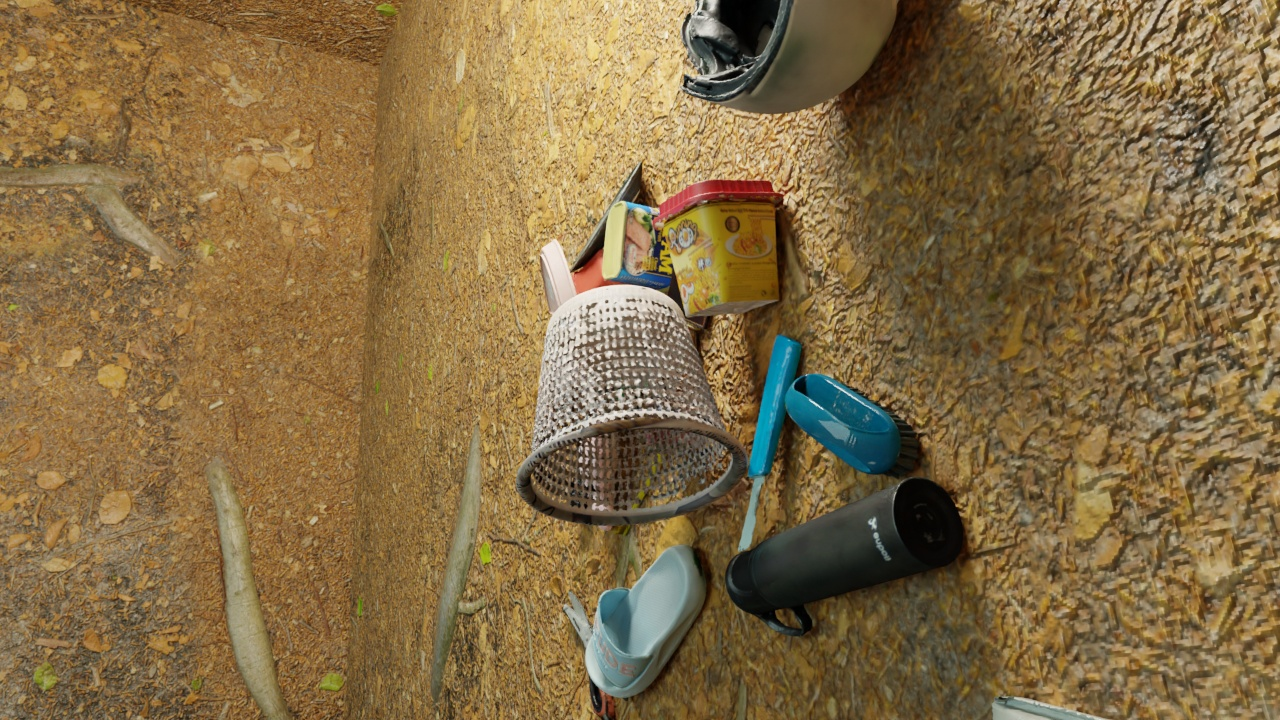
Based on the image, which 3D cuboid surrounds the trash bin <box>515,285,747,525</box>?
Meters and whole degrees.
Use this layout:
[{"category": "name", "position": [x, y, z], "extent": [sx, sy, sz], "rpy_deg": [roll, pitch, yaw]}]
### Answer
[{"category": "trash bin", "position": [-0.018, 0.039, 0.943], "extent": [0.228, 0.227, 0.191], "rpy_deg": [-50, 38, 47]}]

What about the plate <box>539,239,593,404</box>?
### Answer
[{"category": "plate", "position": [-0.098, -0.046, 1.218], "extent": [0.229, 0.028, 0.229], "rpy_deg": [166, 91, -82]}]

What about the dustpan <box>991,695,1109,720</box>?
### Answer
[{"category": "dustpan", "position": [0.310, 0.318, 0.496], "extent": [0.258, 0.142, 0.222], "rpy_deg": [82, -170, -79]}]

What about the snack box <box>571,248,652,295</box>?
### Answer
[{"category": "snack box", "position": [-0.036, -0.099, 1.206], "extent": [0.080, 0.091, 0.082], "rpy_deg": [-49, 42, 37]}]

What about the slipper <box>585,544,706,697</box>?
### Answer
[{"category": "slipper", "position": [-0.006, 0.301, 1.050], "extent": [0.246, 0.074, 0.104], "rpy_deg": [-57, 36, 34]}]

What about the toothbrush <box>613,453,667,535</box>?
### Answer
[{"category": "toothbrush", "position": [0.006, 0.149, 1.133], "extent": [0.191, 0.016, 0.015], "rpy_deg": [-65, 32, 31]}]

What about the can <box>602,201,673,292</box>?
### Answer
[{"category": "can", "position": [0.003, -0.142, 1.143], "extent": [0.057, 0.083, 0.102], "rpy_deg": [-6, 78, 63]}]

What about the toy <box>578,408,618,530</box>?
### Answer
[{"category": "toy", "position": [-0.053, 0.141, 1.196], "extent": [0.121, 0.054, 0.159], "rpy_deg": [93, 173, -79]}]

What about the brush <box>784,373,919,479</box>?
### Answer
[{"category": "brush", "position": [0.167, 0.051, 0.778], "extent": [0.144, 0.073, 0.055], "rpy_deg": [42, 116, 59]}]

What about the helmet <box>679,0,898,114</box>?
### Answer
[{"category": "helmet", "position": [0.147, -0.340, 0.832], "extent": [0.231, 0.156, 0.273], "rpy_deg": [129, 151, -47]}]

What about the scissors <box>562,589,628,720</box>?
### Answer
[{"category": "scissors", "position": [-0.064, 0.388, 1.210], "extent": [0.203, 0.015, 0.204], "rpy_deg": [-36, 52, 55]}]

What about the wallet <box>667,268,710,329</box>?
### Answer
[{"category": "wallet", "position": [0.066, -0.105, 1.083], "extent": [0.096, 0.020, 0.122], "rpy_deg": [33, 115, 61]}]

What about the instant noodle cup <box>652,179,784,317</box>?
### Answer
[{"category": "instant noodle cup", "position": [0.086, -0.113, 0.954], "extent": [0.116, 0.115, 0.123], "rpy_deg": [-18, 78, 61]}]

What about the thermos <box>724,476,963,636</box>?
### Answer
[{"category": "thermos", "position": [0.165, 0.174, 0.772], "extent": [0.090, 0.068, 0.243], "rpy_deg": [60, 145, 9]}]

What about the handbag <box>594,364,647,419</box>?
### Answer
[{"category": "handbag", "position": [-0.007, 0.007, 1.153], "extent": [0.132, 0.067, 0.120], "rpy_deg": [-31, 65, 56]}]

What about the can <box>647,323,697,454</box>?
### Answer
[{"category": "can", "position": [0.036, 0.032, 1.058], "extent": [0.058, 0.057, 0.147], "rpy_deg": [-25, 61, 59]}]

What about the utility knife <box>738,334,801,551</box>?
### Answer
[{"category": "utility knife", "position": [0.122, 0.080, 0.892], "extent": [0.034, 0.018, 0.216], "rpy_deg": [4, 79, 60]}]

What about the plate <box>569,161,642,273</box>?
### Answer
[{"category": "plate", "position": [-0.040, -0.189, 1.244], "extent": [0.180, 0.024, 0.179], "rpy_deg": [-56, 9, 13]}]

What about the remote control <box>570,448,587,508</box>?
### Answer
[{"category": "remote control", "position": [-0.075, 0.151, 1.286], "extent": [0.053, 0.024, 0.136], "rpy_deg": [-171, 89, -66]}]
